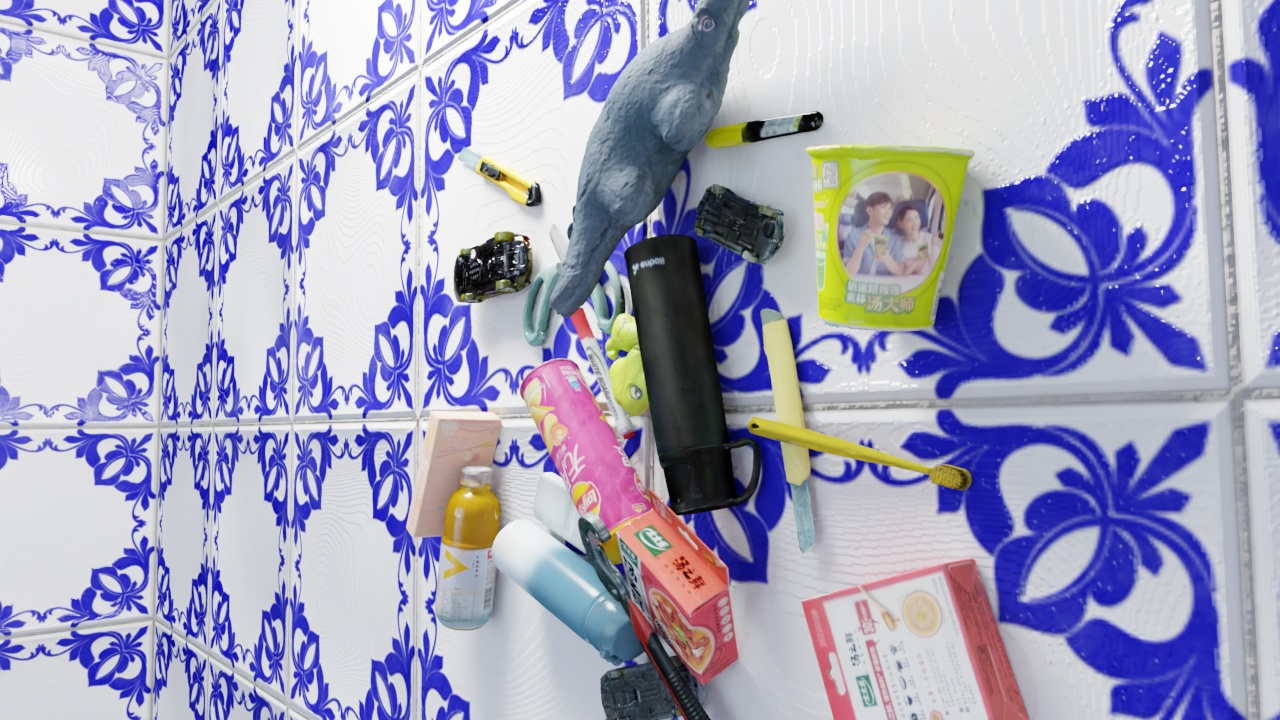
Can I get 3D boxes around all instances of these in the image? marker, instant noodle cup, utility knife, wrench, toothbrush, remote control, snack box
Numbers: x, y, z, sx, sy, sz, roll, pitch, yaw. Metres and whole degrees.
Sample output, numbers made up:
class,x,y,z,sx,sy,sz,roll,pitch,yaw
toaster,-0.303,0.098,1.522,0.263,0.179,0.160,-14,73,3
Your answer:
class,x,y,z,sx,sy,sz,roll,pitch,yaw
marker,-0.039,0.012,0.927,0.017,0.017,0.145,-39,68,42
marker,0.105,-0.197,0.786,0.124,0.015,0.018,4,92,47
instant noodle cup,0.167,-0.085,0.639,0.112,0.111,0.123,16,107,50
utility knife,-0.179,-0.228,1.125,0.216,0.015,0.033,35,112,46
wrench,0.017,0.255,0.798,0.273,0.016,0.056,60,153,7
toothbrush,0.156,0.068,0.692,0.190,0.016,0.015,13,94,44
remote control,-0.069,0.163,0.968,0.136,0.020,0.056,21,103,49
snack box,0.187,0.208,0.640,0.127,0.044,0.113,-31,66,44
snack box,-0.225,0.137,1.107,0.026,0.084,0.157,31,111,50
utility knife,0.120,0.053,0.748,0.031,0.021,0.204,-24,64,52
snack box,0.030,0.193,0.785,0.113,0.044,0.127,40,150,44

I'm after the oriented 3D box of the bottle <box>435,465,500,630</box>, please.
class,x,y,z,sx,sy,sz,roll,pitch,yaw
bottle,-0.202,0.220,1.087,0.068,0.067,0.189,11,96,50

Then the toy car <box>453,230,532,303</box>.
class,x,y,z,sx,sy,sz,roll,pitch,yaw
toy car,-0.179,-0.109,1.098,0.158,0.042,0.070,-7,82,49

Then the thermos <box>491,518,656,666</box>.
class,x,y,z,sx,sy,sz,roll,pitch,yaw
thermos,-0.070,0.231,0.934,0.221,0.070,0.070,21,104,48

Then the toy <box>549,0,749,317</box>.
class,x,y,z,sx,sy,sz,roll,pitch,yaw
toy,0.007,-0.204,0.827,0.357,0.091,0.137,-58,17,28

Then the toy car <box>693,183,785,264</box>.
class,x,y,z,sx,sy,sz,roll,pitch,yaw
toy car,0.087,-0.117,0.788,0.105,0.031,0.049,37,116,46

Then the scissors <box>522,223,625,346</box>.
class,x,y,z,sx,sy,sz,roll,pitch,yaw
scissors,-0.073,-0.065,0.988,0.170,0.019,0.172,51,124,40

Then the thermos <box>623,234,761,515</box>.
class,x,y,z,sx,sy,sz,roll,pitch,yaw
thermos,0.047,0.011,0.813,0.090,0.068,0.242,-14,77,17

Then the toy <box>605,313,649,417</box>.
class,x,y,z,sx,sy,sz,roll,pitch,yaw
toy,-0.005,0.005,0.893,0.097,0.031,0.100,9,91,50

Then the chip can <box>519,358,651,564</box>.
class,x,y,z,sx,sy,sz,roll,pitch,yaw
chip can,-0.052,0.095,0.911,0.072,0.071,0.210,-56,49,32

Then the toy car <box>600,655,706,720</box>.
class,x,y,z,sx,sy,sz,roll,pitch,yaw
toy car,0.012,0.307,0.852,0.121,0.036,0.054,-27,67,36
